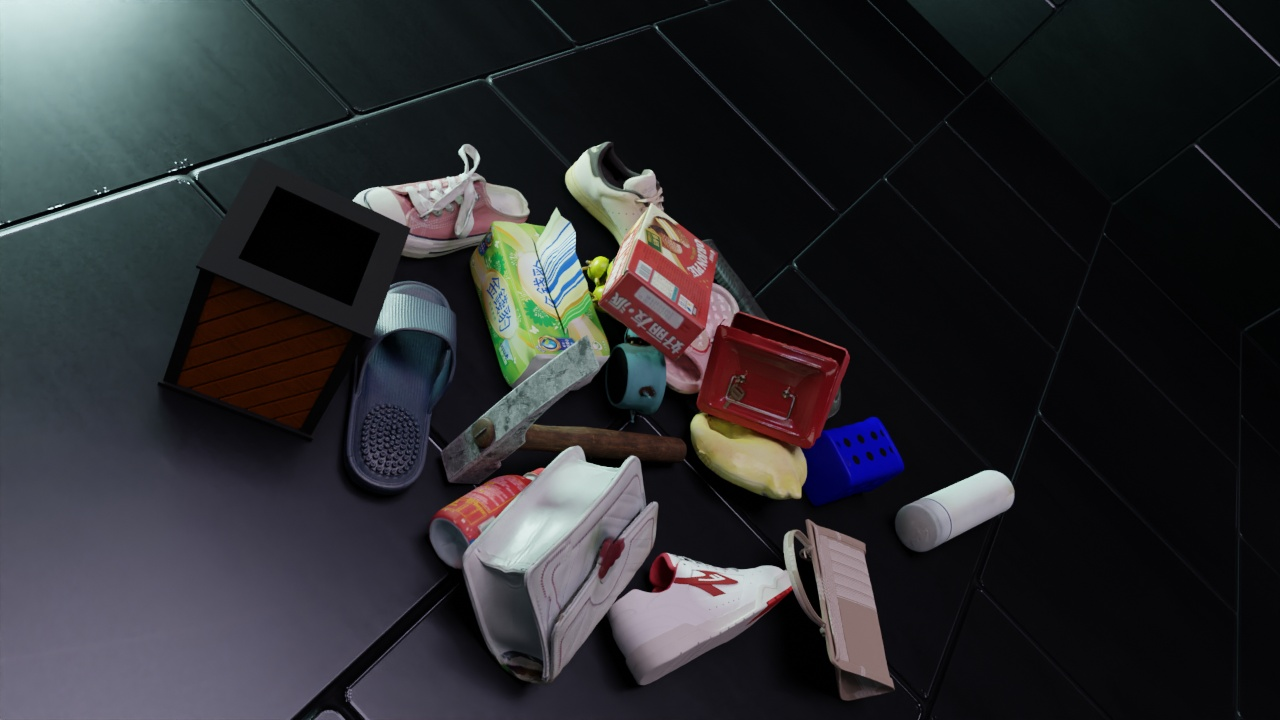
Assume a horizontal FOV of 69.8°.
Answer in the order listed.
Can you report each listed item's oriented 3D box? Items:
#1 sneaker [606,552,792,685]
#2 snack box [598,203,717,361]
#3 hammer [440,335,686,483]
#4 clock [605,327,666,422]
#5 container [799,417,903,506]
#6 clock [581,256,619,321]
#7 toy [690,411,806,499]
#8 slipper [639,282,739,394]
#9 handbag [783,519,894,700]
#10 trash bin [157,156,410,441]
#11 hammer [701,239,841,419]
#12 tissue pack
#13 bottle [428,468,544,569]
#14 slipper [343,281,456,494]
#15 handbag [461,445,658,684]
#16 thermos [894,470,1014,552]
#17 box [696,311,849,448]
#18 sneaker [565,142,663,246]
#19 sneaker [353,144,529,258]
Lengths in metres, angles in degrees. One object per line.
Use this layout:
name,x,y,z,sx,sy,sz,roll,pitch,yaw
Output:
sneaker,0.063,0.242,0.960,0.236,0.091,0.104,-14,59,-40
snack box,0.027,-0.102,1.116,0.113,0.060,0.235,36,27,-11
hammer,-0.027,0.067,0.961,0.300,0.218,0.037,11,49,-48
clock,-0.007,0.006,1.091,0.053,0.090,0.124,4,54,-24
container,0.269,0.133,1.206,0.113,0.085,0.085,-8,63,-41
clock,-0.025,-0.095,1.181,0.119,0.057,0.083,13,49,-32
toy,0.139,0.118,1.129,0.170,0.065,0.155,8,33,-38
slipper,0.075,-0.034,1.210,0.107,0.056,0.220,43,44,-3
handbag,0.204,0.254,1.008,0.198,0.062,0.175,46,31,-43
trash bin,-0.318,-0.050,0.824,0.139,0.172,0.139,25,45,-21
hammer,0.178,-0.046,1.325,0.130,0.032,0.318,-20,70,-45
tissue pack,-0.103,-0.080,1.043,0.120,0.142,0.197,-6,61,-41
bottle,-0.136,0.145,0.892,0.062,0.062,0.137,52,41,9
slipper,-0.235,0.005,0.916,0.101,0.083,0.263,20,47,-22
handbag,-0.064,0.188,0.863,0.197,0.096,0.142,-46,132,-49
thermos,0.447,0.210,1.297,0.229,0.068,0.068,-9,63,-42
box,0.166,0.022,1.144,0.157,0.137,0.127,21,20,13
sneaker,0.005,-0.203,1.261,0.241,0.103,0.088,48,41,3
sneaker,-0.221,-0.184,1.078,0.240,0.088,0.118,-14,66,-45
